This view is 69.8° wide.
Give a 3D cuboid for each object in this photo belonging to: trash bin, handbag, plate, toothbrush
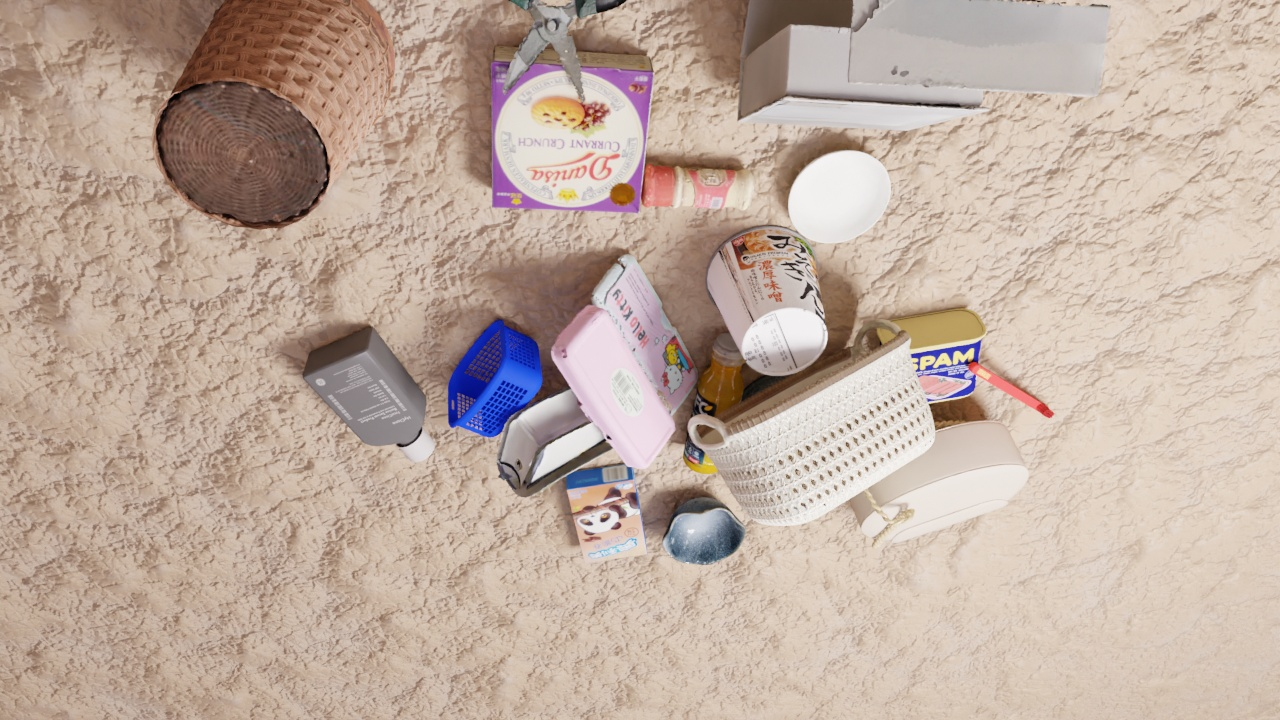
[{"bbox_3d":[-0.282,-0.204,0.728,0.151,0.209,0.151,-3,130,-4],"label":"trash bin"},{"bbox_3d":[0.369,0.159,1.141,0.211,0.103,0.208,-22,150,12],"label":"handbag"},{"bbox_3d":[0.198,-0.169,0.927,0.104,0.026,0.104,-3,129,-4],"label":"plate"},{"bbox_3d":[0.446,0.039,1.092,0.212,0.018,0.012,22,111,-42],"label":"toothbrush"},{"bbox_3d":[-0.088,0.108,1.052,0.150,0.074,0.176,-25,154,-38],"label":"handbag"}]

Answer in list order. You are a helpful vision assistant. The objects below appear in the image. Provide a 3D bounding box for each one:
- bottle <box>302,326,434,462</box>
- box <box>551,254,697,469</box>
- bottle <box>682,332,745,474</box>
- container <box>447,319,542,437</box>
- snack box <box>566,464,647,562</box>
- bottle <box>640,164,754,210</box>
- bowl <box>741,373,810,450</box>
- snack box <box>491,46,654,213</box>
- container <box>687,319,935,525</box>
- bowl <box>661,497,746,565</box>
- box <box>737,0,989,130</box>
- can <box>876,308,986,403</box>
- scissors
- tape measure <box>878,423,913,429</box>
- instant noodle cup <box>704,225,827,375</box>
[{"bbox_3d":[-0.293,0.049,1.040,0.084,0.046,0.174,-21,128,11],"label":"bottle"},{"bbox_3d":[-0.006,0.006,0.982,0.152,0.038,0.201,-51,132,-22],"label":"box"},{"bbox_3d":[0.090,0.052,1.079,0.053,0.053,0.186,3,129,-9],"label":"bottle"},{"bbox_3d":[-0.157,0.024,1.004,0.058,0.096,0.114,26,122,-30],"label":"container"},{"bbox_3d":[-0.043,0.202,1.200,0.087,0.034,0.151,-8,130,0],"label":"snack box"},{"bbox_3d":[0.056,-0.170,0.901,0.109,0.044,0.044,0,129,-7],"label":"bottle"},{"bbox_3d":[0.182,0.079,1.109,0.137,0.057,0.137,-3,129,-4],"label":"bowl"},{"bbox_3d":[-0.066,-0.211,0.854,0.143,0.040,0.148,1,129,-7],"label":"snack box"},{"bbox_3d":[0.188,0.069,0.978,0.245,0.185,0.143,-26,90,-18],"label":"container"},{"bbox_3d":[0.081,0.217,1.213,0.110,0.055,0.110,-3,129,-4],"label":"bowl"},{"bbox_3d":[0.178,-0.378,0.806,0.167,0.421,0.174,1,165,-7],"label":"box"},{"bbox_3d":[0.333,-0.001,1.061,0.116,0.056,0.092,-9,131,1],"label":"can"},{"bbox_3d":[-0.082,-0.325,0.757,0.202,0.015,0.202,36,102,-20],"label":"scissors"},{"bbox_3d":[0.305,0.098,1.152,0.061,0.034,0.062,0,143,-15],"label":"tape measure"},{"bbox_3d":[0.137,-0.055,0.952,0.123,0.121,0.124,-3,129,-4],"label":"instant noodle cup"}]
